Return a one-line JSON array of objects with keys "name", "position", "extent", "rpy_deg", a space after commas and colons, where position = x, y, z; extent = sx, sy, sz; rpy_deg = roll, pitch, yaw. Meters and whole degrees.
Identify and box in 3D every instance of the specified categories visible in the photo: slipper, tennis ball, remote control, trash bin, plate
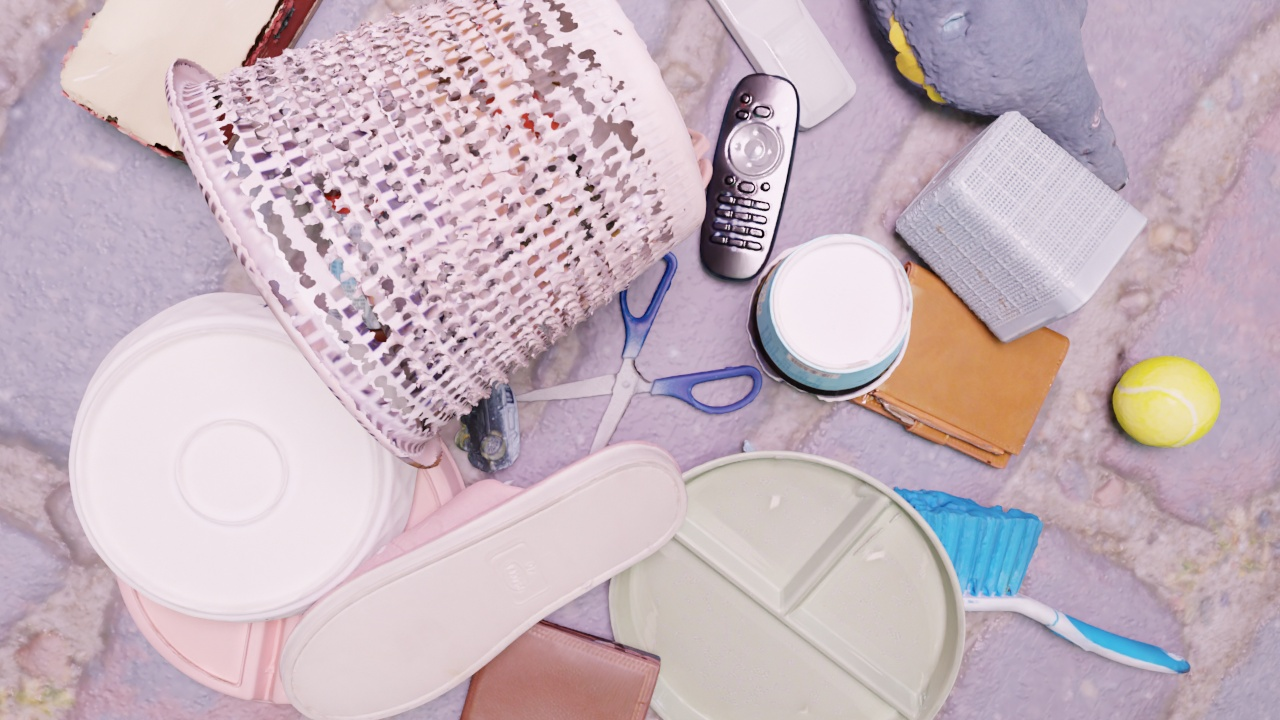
[{"name": "slipper", "position": [-0.097, 0.131, 0.570], "extent": [0.274, 0.054, 0.114], "rpy_deg": [-31, 123, -3]}, {"name": "tennis ball", "position": [0.369, 0.029, 0.645], "extent": [0.065, 0.065, 0.065], "rpy_deg": [-1, 95, -8]}, {"name": "remote control", "position": [0.092, -0.215, 0.607], "extent": [0.049, 0.024, 0.125], "rpy_deg": [-37, 98, -3]}, {"name": "remote control", "position": [0.073, -0.120, 0.610], "extent": [0.053, 0.024, 0.136], "rpy_deg": [12, 95, 10]}, {"name": "trash bin", "position": [-0.083, -0.089, 0.464], "extent": [0.192, 0.227, 0.227], "rpy_deg": [-30, 98, -3]}, {"name": "plate", "position": [-0.226, 0.117, 0.595], "extent": [0.229, 0.028, 0.229], "rpy_deg": [-1, 95, -7]}, {"name": "plate", "position": [-0.239, 0.063, 0.552], "extent": [0.205, 0.045, 0.205], "rpy_deg": [-1, 95, -7]}, {"name": "plate", "position": [0.093, 0.166, 0.607], "extent": [0.230, 0.027, 0.230], "rpy_deg": [3, 103, 13]}]

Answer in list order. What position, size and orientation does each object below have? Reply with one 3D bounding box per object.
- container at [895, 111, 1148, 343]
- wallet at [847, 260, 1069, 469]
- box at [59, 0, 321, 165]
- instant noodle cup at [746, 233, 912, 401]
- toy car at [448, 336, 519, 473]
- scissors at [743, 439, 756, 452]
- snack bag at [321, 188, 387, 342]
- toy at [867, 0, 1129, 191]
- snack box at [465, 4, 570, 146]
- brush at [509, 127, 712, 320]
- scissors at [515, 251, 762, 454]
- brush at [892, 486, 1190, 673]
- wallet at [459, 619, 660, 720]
[{"name": "container", "position": [0.240, -0.088, 0.594], "extent": [0.111, 0.090, 0.090], "rpy_deg": [44, 70, 0]}, {"name": "wallet", "position": [0.222, 0.006, 0.641], "extent": [0.132, 0.031, 0.108], "rpy_deg": [24, 90, -8]}, {"name": "box", "position": [-0.257, -0.205, 0.536], "extent": [0.091, 0.077, 0.168], "rpy_deg": [31, 90, -10]}, {"name": "instant noodle cup", "position": [0.120, -0.031, 0.566], "extent": [0.111, 0.120, 0.111], "rpy_deg": [0, 87, 8]}, {"name": "toy car", "position": [-0.100, 0.028, 0.597], "extent": [0.034, 0.043, 0.090], "rpy_deg": [-12, 101, -34]}, {"name": "scissors", "position": [0.091, 0.120, 0.637], "extent": [0.137, 0.017, 0.093], "rpy_deg": [39, 79, -15]}, {"name": "snack bag", "position": [-0.182, -0.060, 0.584], "extent": [0.048, 0.026, 0.104], "rpy_deg": [-4, 97, 0]}, {"name": "toy", "position": [0.212, -0.242, 0.595], "extent": [0.137, 0.092, 0.356], "rpy_deg": [-42, 101, -30]}, {"name": "snack box", "position": [-0.064, -0.180, 0.566], "extent": [0.091, 0.082, 0.080], "rpy_deg": [16, 106, -8]}, {"name": "brush", "position": [-0.018, -0.093, 0.588], "extent": [0.145, 0.063, 0.073], "rpy_deg": [-49, 129, 0]}, {"name": "scissors", "position": [0.000, 0.006, 0.622], "extent": [0.175, 0.012, 0.162], "rpy_deg": [2, 96, -6]}, {"name": "brush", "position": [0.269, 0.159, 0.653], "extent": [0.314, 0.060, 0.109], "rpy_deg": [9, 95, -13]}, {"name": "wallet", "position": [-0.056, 0.228, 0.618], "extent": [0.124, 0.032, 0.101], "rpy_deg": [17, 93, 4]}]
